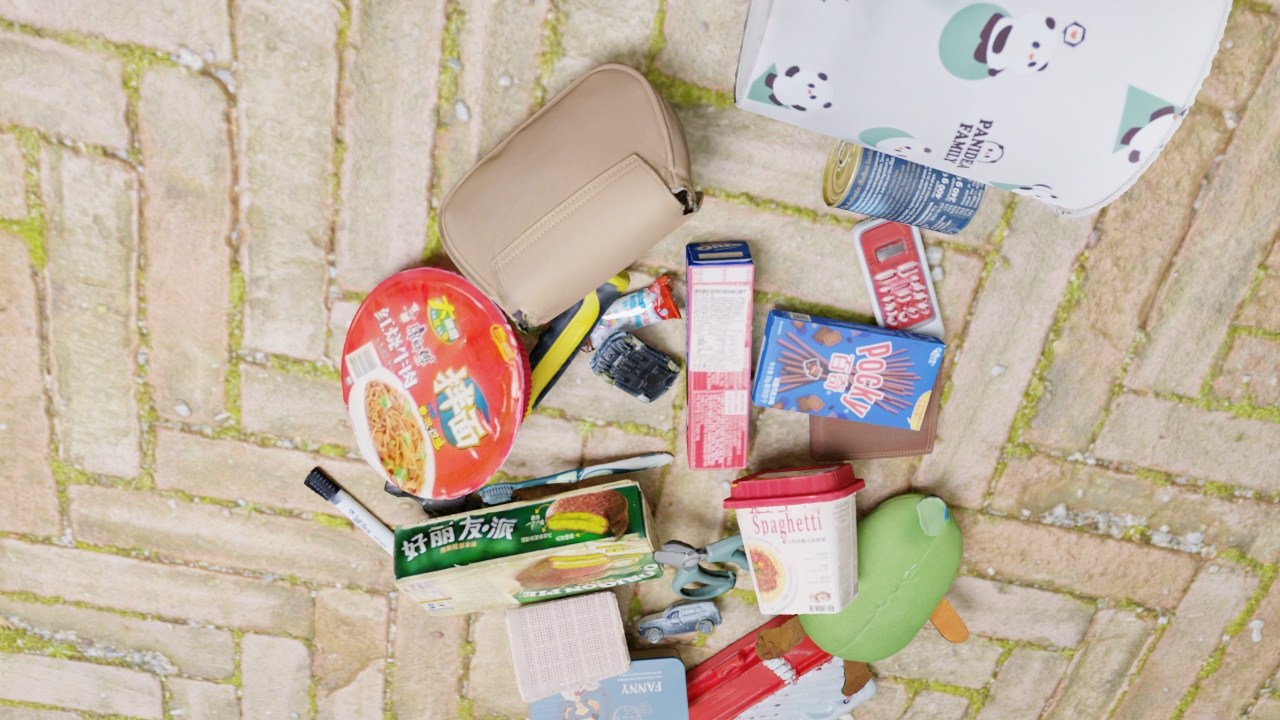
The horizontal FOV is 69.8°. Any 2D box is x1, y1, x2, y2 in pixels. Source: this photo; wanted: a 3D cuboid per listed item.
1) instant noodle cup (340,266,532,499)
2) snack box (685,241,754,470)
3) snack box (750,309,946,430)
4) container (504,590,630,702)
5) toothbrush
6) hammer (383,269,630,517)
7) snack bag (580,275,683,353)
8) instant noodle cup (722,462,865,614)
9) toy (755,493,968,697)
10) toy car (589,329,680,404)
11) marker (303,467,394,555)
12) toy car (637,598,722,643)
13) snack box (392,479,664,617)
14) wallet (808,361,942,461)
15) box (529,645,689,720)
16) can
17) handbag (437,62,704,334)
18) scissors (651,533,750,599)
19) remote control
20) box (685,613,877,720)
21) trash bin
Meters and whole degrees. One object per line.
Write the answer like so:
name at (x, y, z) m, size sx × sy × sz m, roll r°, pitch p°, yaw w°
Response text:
instant noodle cup at (-0.164, 0.017, 0.781) m, size 0.194 × 0.065 × 0.194 m, roll 3°, pitch 96°, yaw 26°
snack box at (0.069, -0.002, 0.817) m, size 0.058 × 0.057 × 0.208 m, roll -1°, pitch 118°, yaw 1°
snack box at (0.183, 0.009, 0.817) m, size 0.157 × 0.026 × 0.085 m, roll 9°, pitch 110°, yaw -5°
container at (-0.071, 0.286, 0.927) m, size 0.111 × 0.090 × 0.090 m, roll -13°, pitch 159°, yaw -5°
toothbrush at (-0.057, 0.111, 0.866) m, size 0.191 × 0.018 × 0.016 m, roll -8°, pitch 132°, yaw -17°
hammer at (-0.108, 0.038, 0.831) m, size 0.126 × 0.031 × 0.324 m, roll 29°, pitch 119°, yaw -18°
snack bag at (-0.013, -0.041, 0.810) m, size 0.105 × 0.026 × 0.045 m, roll -19°, pitch 116°, yaw 12°
instant noodle cup at (0.148, 0.164, 0.848) m, size 0.116 × 0.116 × 0.124 m, roll -10°, pitch 86°, yaw 27°
toy at (0.235, 0.231, 0.928) m, size 0.227 × 0.089 × 0.247 m, roll 32°, pitch 107°, yaw -10°
toy car at (-0.005, 0.005, 0.815) m, size 0.049 × 0.031 × 0.105 m, roll -47°, pitch 144°, yaw 9°
marker at (-0.280, 0.154, 0.909) m, size 0.023 × 0.018 × 0.131 m, roll -31°, pitch 114°, yaw 23°
toy car at (0.041, 0.275, 0.972) m, size 0.090 × 0.043 × 0.034 m, roll -11°, pitch 91°, yaw 0°
snack box at (-0.104, 0.184, 0.880) m, size 0.240 × 0.063 × 0.114 m, roll -12°, pitch 148°, yaw 4°
wallet at (0.219, 0.043, 0.863) m, size 0.124 × 0.032 × 0.101 m, roll -4°, pitch 115°, yaw -1°
box at (-0.028, 0.359, 0.986) m, size 0.184 × 0.059 × 0.090 m, roll -7°, pitch 89°, yaw 3°
can at (0.212, -0.148, 0.735) m, size 0.111 × 0.075 × 0.075 m, roll 11°, pitch 117°, yaw -8°
handbag at (-0.050, -0.121, 0.708) m, size 0.205 × 0.147 × 0.099 m, roll -34°, pitch 151°, yaw 17°
scissors at (0.054, 0.206, 0.904) m, size 0.179 × 0.019 × 0.140 m, roll 15°, pitch 128°, yaw -46°
remote control at (0.228, -0.067, 0.809) m, size 0.056 × 0.020 × 0.136 m, roll -20°, pitch 116°, yaw 7°
box at (0.145, 0.373, 1.030) m, size 0.201 × 0.037 × 0.158 m, roll -38°, pitch 114°, yaw 16°
trash bin at (0.205, -0.234, 0.616) m, size 0.252 × 0.229 × 0.230 m, roll 12°, pitch 117°, yaw -2°
